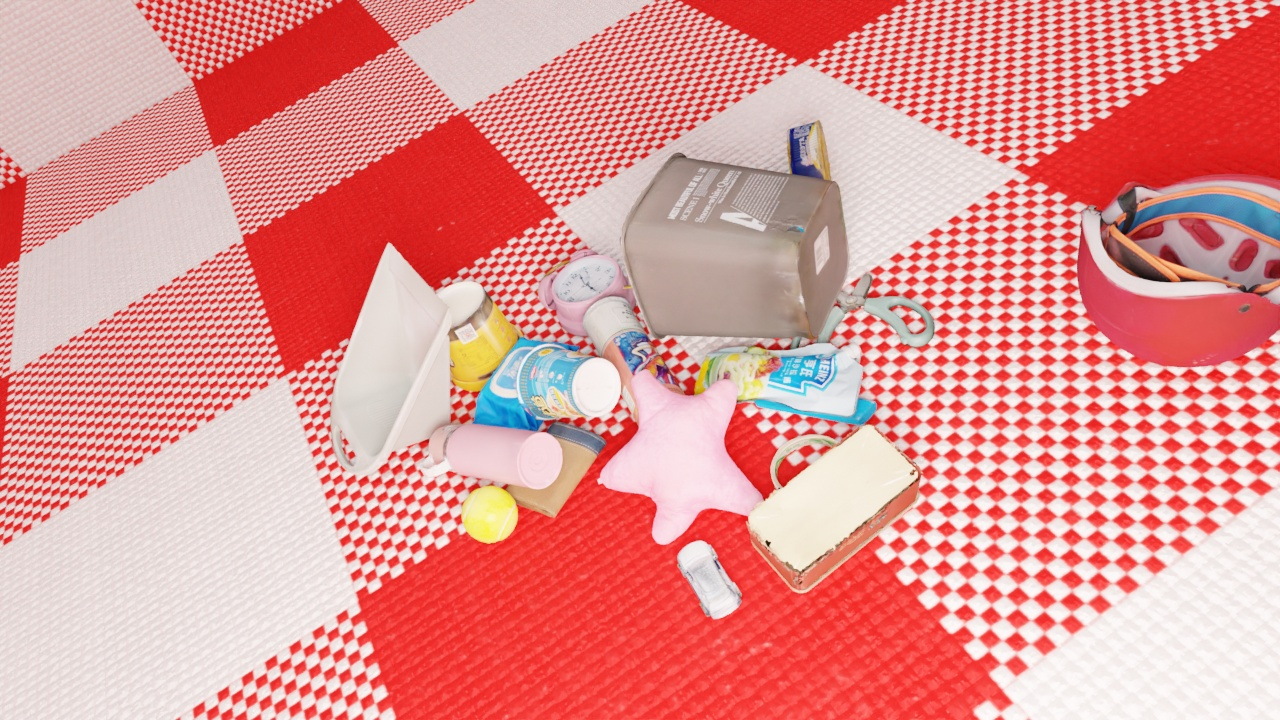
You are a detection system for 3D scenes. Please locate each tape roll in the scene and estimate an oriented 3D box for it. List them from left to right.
[{"bbox_3d":[0.184,0.118,0.993,0.086,0.014,0.085,-13,44,13],"label":"tape roll"}]

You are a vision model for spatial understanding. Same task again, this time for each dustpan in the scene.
[{"bbox_3d":[-0.348,0.015,1.216,0.142,0.258,0.223,-18,38,-27],"label":"dustpan"}]

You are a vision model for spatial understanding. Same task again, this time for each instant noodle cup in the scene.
[{"bbox_3d":[-0.232,-0.037,1.266,0.118,0.114,0.118,-13,45,13],"label":"instant noodle cup"},{"bbox_3d":[-0.083,0.030,1.122,0.110,0.099,0.099,4,48,51],"label":"instant noodle cup"}]

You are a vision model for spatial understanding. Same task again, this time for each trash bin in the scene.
[{"bbox_3d":[0.124,-0.133,1.131,0.220,0.199,0.198,9,50,30],"label":"trash bin"}]

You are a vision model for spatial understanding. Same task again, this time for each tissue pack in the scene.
[{"bbox_3d":[-0.151,0.032,1.206,0.095,0.052,0.156,9,53,32],"label":"tissue pack"}]

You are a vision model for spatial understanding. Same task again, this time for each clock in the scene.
[{"bbox_3d":[-0.080,-0.102,1.297,0.117,0.060,0.158,-41,43,-16],"label":"clock"}]

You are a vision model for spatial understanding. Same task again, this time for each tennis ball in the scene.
[{"bbox_3d":[-0.175,0.178,1.065,0.065,0.065,0.065,-13,44,13],"label":"tennis ball"}]

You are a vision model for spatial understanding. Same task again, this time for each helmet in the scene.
[{"bbox_3d":[0.556,-0.083,0.924,0.239,0.144,0.207,-24,41,-19],"label":"helmet"}]

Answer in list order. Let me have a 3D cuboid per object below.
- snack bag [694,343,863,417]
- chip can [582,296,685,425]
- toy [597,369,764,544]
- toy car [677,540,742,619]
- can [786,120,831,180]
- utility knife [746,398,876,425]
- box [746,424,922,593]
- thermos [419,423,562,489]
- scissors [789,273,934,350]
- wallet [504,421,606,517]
[{"bbox_3d":[0.161,0.020,1.061,0.191,0.039,0.110,-1,35,27],"label":"snack bag"},{"bbox_3d":[-0.007,0.007,1.149,0.071,0.071,0.214,-28,43,-2],"label":"chip can"},{"bbox_3d":[0.033,0.100,1.013,0.179,0.074,0.194,-16,76,8],"label":"toy"},{"bbox_3d":[0.068,0.221,0.934,0.043,0.034,0.090,-32,42,-2],"label":"toy car"},{"bbox_3d":[0.242,-0.284,1.313,0.049,0.075,0.147,-12,45,18],"label":"can"},{"bbox_3d":[0.181,0.049,1.059,0.179,0.018,0.034,8,48,34],"label":"utility knife"},{"bbox_3d":[0.190,0.141,0.909,0.168,0.077,0.091,-36,57,-11],"label":"box"},{"bbox_3d":[-0.187,0.116,1.100,0.199,0.067,0.087,2,32,44],"label":"thermos"},{"bbox_3d":[0.271,-0.042,1.105,0.179,0.019,0.169,14,55,36],"label":"scissors"},{"bbox_3d":[-0.103,0.130,1.104,0.090,0.033,0.115,13,56,37],"label":"wallet"}]
